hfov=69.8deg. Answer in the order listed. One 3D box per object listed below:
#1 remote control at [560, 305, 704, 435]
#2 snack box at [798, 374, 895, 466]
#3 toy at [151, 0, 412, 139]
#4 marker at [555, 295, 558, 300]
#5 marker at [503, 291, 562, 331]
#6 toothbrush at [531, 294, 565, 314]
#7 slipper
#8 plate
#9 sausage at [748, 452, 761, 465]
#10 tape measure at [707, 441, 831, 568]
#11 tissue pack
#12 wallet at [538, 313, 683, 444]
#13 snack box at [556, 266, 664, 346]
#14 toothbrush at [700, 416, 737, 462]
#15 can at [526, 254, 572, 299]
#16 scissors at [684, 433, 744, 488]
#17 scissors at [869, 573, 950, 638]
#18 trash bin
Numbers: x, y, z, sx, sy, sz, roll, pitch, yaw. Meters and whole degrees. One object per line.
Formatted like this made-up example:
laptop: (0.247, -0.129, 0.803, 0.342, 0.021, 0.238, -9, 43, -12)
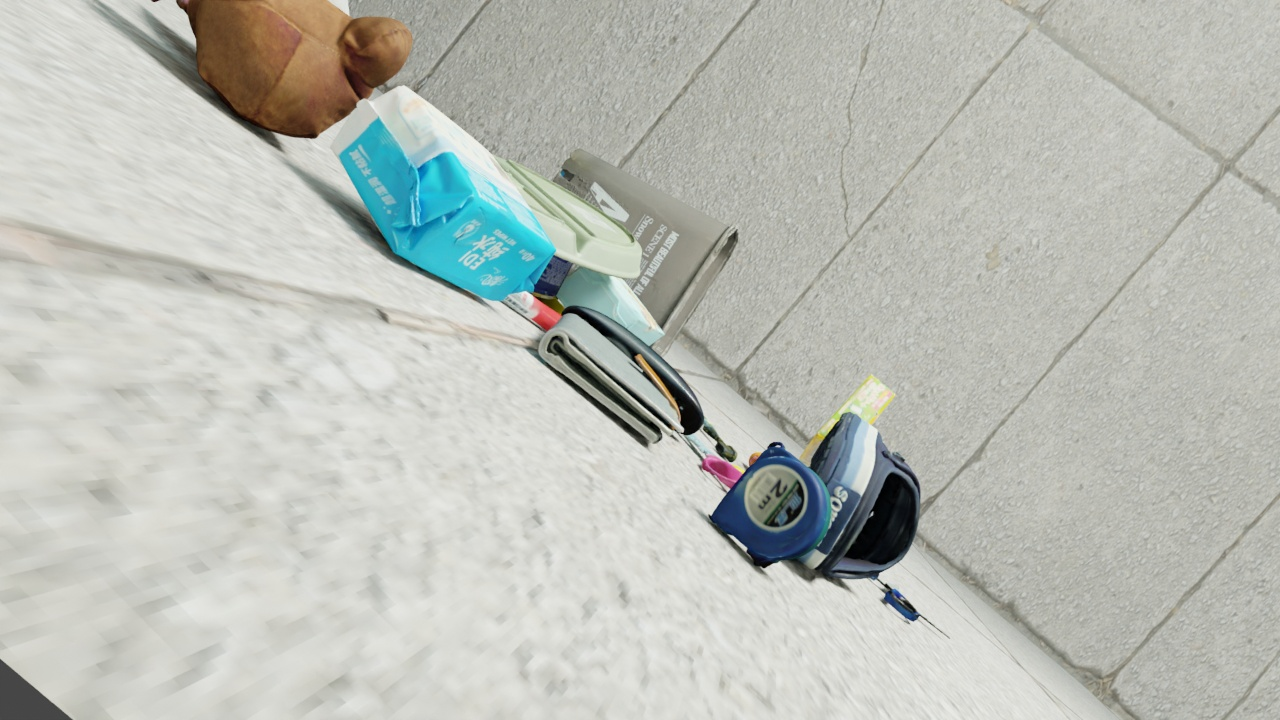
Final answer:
remote control: (-0.004, 0.004, 0.697, 0.136, 0.024, 0.053, 41, -34, 1)
snack box: (0.181, 0.080, 0.861, 0.034, 0.086, 0.141, 42, -27, 13)
toy: (-0.222, -0.208, 0.568, 0.140, 0.130, 0.200, 31, -2, -29)
marker: (-0.133, -0.103, 0.883, 0.146, 0.017, 0.017, 41, 4, 16)
marker: (-0.105, -0.058, 0.639, 0.145, 0.017, 0.017, 36, 6, -41)
toothbrush: (-0.063, -0.034, 0.792, 0.190, 0.015, 0.016, 44, 1, 44)
slipper: (0.158, 0.103, 0.662, 0.095, 0.105, 0.252, 34, 5, 14)
plate: (-0.096, -0.136, 0.776, 0.230, 0.027, 0.230, 27, 15, -8)
sausage: (0.115, 0.105, 0.851, 0.021, 0.021, 0.165, 40, 4, 0)
tape measure: (0.072, 0.079, 0.485, 0.054, 0.058, 0.025, 40, 4, 31)
tissue pack: (-0.112, -0.090, 0.539, 0.090, 0.063, 0.140, 56, 9, 18)
wallet: (-0.015, 0.008, 0.610, 0.106, 0.037, 0.129, 39, 4, -5)
snack box: (-0.027, -0.046, 0.899, 0.074, 0.051, 0.174, 54, 5, 7)
toothbrush: (0.059, 0.060, 0.907, 0.017, 0.012, 0.186, 27, 8, -19)
can: (-0.109, -0.108, 0.811, 0.074, 0.049, 0.148, 17, 18, -40)
scissors: (0.048, 0.071, 0.696, 0.076, 0.017, 0.137, 26, 8, -38)
scissors: (0.220, 0.202, 0.826, 0.162, 0.012, 0.176, 40, 3, 11)
trash bin: (-0.018, -0.134, 1.147, 0.220, 0.199, 0.198, 34, 4, 5)
